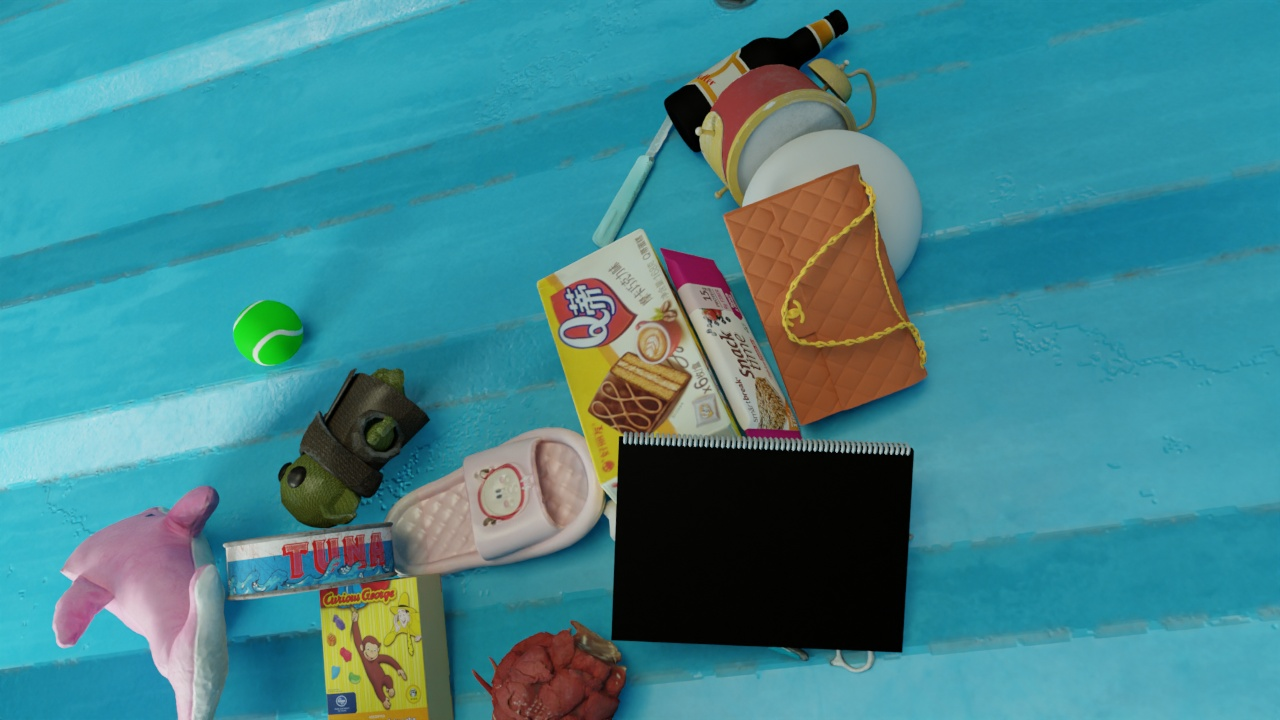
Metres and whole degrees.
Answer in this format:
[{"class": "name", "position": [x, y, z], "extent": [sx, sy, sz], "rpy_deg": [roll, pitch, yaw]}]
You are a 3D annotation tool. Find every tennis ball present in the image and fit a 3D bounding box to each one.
[{"class": "tennis ball", "position": [-0.371, -0.028, 0.915], "extent": [0.065, 0.065, 0.065], "rpy_deg": [-7, 66, 16]}]

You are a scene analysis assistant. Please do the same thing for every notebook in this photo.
[{"class": "notebook", "position": [0.085, 0.128, 0.652], "extent": [0.207, 0.016, 0.149], "rpy_deg": [2, 94, 1]}]

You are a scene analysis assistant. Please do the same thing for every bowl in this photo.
[{"class": "bowl", "position": [0.157, -0.110, 0.740], "extent": [0.149, 0.043, 0.149], "rpy_deg": [0, 102, 2]}]

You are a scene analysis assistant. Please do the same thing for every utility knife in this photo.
[{"class": "utility knife", "position": [-0.002, -0.179, 0.883], "extent": [0.022, 0.015, 0.165], "rpy_deg": [23, 79, 25]}]

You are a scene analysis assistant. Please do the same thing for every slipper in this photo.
[{"class": "slipper", "position": [-0.129, 0.121, 0.770], "extent": [0.222, 0.055, 0.106], "rpy_deg": [-22, 62, 19]}]

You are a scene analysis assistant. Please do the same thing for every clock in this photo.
[{"class": "clock", "position": [0.129, -0.200, 0.792], "extent": [0.159, 0.117, 0.081], "rpy_deg": [-26, 45, -1]}]

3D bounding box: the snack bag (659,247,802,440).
[{"class": "snack bag", "position": [0.075, -0.014, 0.762], "extent": [0.016, 0.070, 0.196], "rpy_deg": [-45, 55, 35]}]

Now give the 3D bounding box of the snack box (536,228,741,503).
[{"class": "snack box", "position": [-0.004, 0.004, 0.755], "extent": [0.110, 0.062, 0.230], "rpy_deg": [-26, 50, 6]}]

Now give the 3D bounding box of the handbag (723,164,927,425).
[{"class": "handbag", "position": [0.145, -0.049, 0.704], "extent": [0.109, 0.060, 0.172], "rpy_deg": [-20, 101, 7]}]

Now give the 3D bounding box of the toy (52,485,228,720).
[{"class": "toy", "position": [-0.419, 0.201, 0.773], "extent": [0.266, 0.127, 0.187], "rpy_deg": [26, 110, 49]}]

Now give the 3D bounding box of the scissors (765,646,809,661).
[{"class": "scissors", "position": [0.074, 0.169, 0.695], "extent": [0.155, 0.019, 0.124], "rpy_deg": [39, 90, 24]}]

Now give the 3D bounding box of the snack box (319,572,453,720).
[{"class": "snack box", "position": [-0.205, 0.242, 0.742], "extent": [0.088, 0.040, 0.125], "rpy_deg": [-10, 80, 14]}]

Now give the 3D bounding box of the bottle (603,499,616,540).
[{"class": "bottle", "position": [0.039, 0.107, 0.732], "extent": [0.136, 0.044, 0.044], "rpy_deg": [-25, 62, 7]}]

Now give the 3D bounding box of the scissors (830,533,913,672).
[{"class": "scissors", "position": [0.126, 0.169, 0.694], "extent": [0.175, 0.014, 0.141], "rpy_deg": [-22, 65, 11]}]

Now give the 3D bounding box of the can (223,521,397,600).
[{"class": "can", "position": [-0.265, 0.161, 0.741], "extent": [0.130, 0.130, 0.044], "rpy_deg": [-10, 81, 14]}]

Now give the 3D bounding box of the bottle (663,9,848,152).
[{"class": "bottle", "position": [0.112, -0.268, 0.858], "extent": [0.182, 0.059, 0.059], "rpy_deg": [-33, 62, 3]}]

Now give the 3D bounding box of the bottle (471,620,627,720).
[{"class": "bottle", "position": [-0.069, 0.250, 0.688], "extent": [0.099, 0.099, 0.111], "rpy_deg": [28, 89, 26]}]

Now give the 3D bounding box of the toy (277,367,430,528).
[{"class": "toy", "position": [-0.257, 0.075, 0.811], "extent": [0.180, 0.078, 0.152], "rpy_deg": [0, 53, 56]}]
